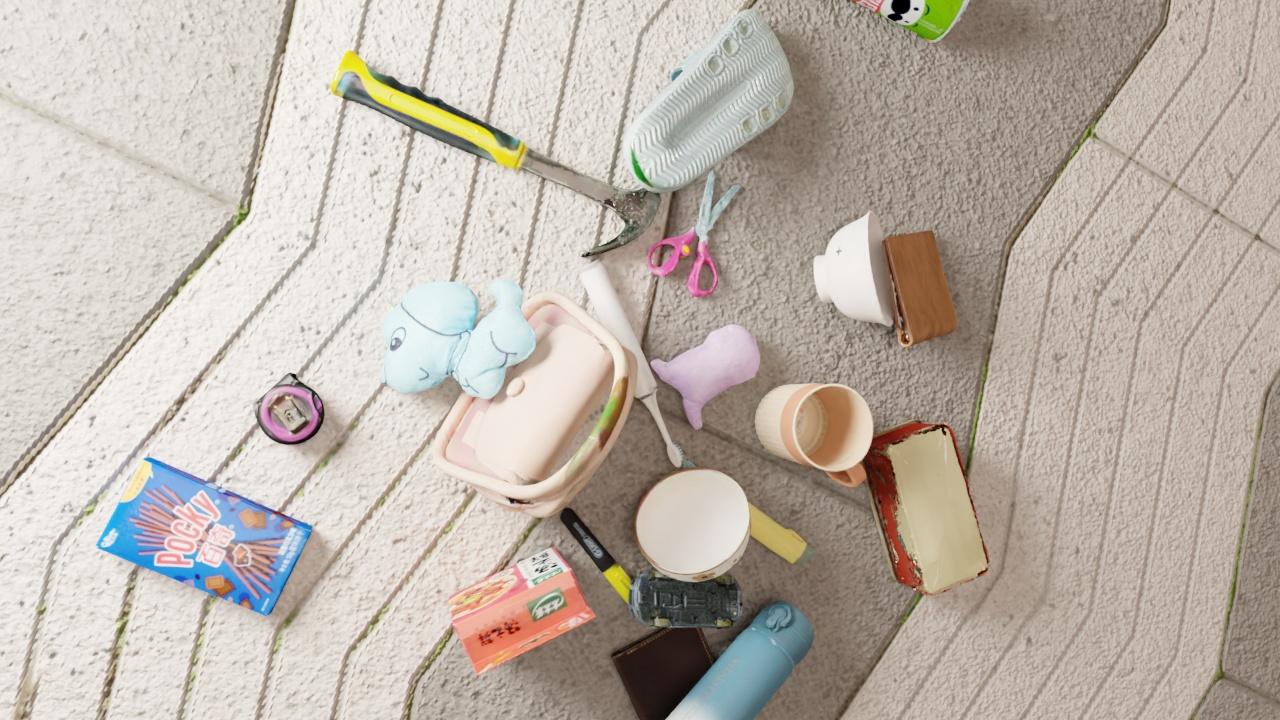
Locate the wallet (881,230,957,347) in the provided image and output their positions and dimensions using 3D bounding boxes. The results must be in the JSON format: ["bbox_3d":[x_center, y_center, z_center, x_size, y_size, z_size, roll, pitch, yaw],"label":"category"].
[{"bbox_3d":[0.293,-0.077,0.965,0.101,0.020,0.115,-13,91,-44],"label":"wallet"}]

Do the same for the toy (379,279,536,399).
[{"bbox_3d":[-0.173,-0.022,0.826,0.161,0.049,0.156,-50,63,12],"label":"toy"}]

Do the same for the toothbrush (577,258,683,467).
[{"bbox_3d":[-0.005,0.005,0.908,0.027,0.026,0.221,-21,97,29],"label":"toothbrush"}]

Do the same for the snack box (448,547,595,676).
[{"bbox_3d":[-0.111,0.222,0.830,0.113,0.127,0.044,-23,95,-14],"label":"snack box"}]

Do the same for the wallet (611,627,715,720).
[{"bbox_3d":[0.037,0.329,0.923,0.096,0.020,0.122,-24,95,-18],"label":"wallet"}]

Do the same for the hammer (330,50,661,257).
[{"bbox_3d":[-0.133,-0.200,0.873,0.323,0.032,0.126,22,84,-13],"label":"hammer"}]

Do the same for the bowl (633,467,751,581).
[{"bbox_3d":[0.056,0.167,0.896,0.113,0.113,0.062,-40,142,-11],"label":"bowl"}]

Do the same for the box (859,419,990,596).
[{"bbox_3d":[0.297,0.153,0.958,0.091,0.079,0.168,-18,94,-15],"label":"box"}]

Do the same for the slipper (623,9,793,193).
[{"bbox_3d":[0.065,-0.246,0.899,0.244,0.074,0.104,-47,109,-27],"label":"slipper"}]

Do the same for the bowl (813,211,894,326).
[{"bbox_3d":[0.215,-0.088,0.938,0.065,0.118,0.118,-10,93,25],"label":"bowl"}]

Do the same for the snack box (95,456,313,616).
[{"bbox_3d":[-0.383,0.156,0.812,0.157,0.026,0.084,27,84,-13],"label":"snack box"}]

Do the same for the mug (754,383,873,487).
[{"bbox_3d":[0.178,0.075,0.913,0.081,0.106,0.114,-39,99,-11],"label":"mug"}]

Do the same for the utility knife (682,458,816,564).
[{"bbox_3d":[0.109,0.157,0.942,0.173,0.019,0.031,38,77,-12],"label":"utility knife"}]

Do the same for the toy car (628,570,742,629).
[{"bbox_3d":[0.046,0.239,0.913,0.120,0.037,0.054,9,69,-25],"label":"toy car"}]

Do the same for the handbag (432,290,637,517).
[{"bbox_3d":[-0.073,0.046,0.783,0.093,0.234,0.193,36,82,-26],"label":"handbag"}]

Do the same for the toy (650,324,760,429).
[{"bbox_3d":[0.075,0.009,0.922,0.108,0.039,0.084,-33,98,-15],"label":"toy"}]

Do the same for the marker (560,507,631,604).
[{"bbox_3d":[-0.038,0.194,0.905,0.018,0.015,0.124,-41,100,-18],"label":"marker"}]

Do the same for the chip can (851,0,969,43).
[{"bbox_3d":[0.221,-0.408,0.943,0.236,0.072,0.072,20,85,-13],"label":"chip can"}]

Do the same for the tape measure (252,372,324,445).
[{"bbox_3d":[-0.314,0.047,0.823,0.057,0.039,0.058,-41,99,-11],"label":"tape measure"}]

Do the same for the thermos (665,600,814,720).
[{"bbox_3d":[0.084,0.329,0.896,0.220,0.070,0.070,-43,100,-21],"label":"thermos"}]

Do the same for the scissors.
[{"bbox_3d":[0.069,-0.126,0.934,0.096,0.017,0.137,42,77,-10],"label":"scissors"}]
